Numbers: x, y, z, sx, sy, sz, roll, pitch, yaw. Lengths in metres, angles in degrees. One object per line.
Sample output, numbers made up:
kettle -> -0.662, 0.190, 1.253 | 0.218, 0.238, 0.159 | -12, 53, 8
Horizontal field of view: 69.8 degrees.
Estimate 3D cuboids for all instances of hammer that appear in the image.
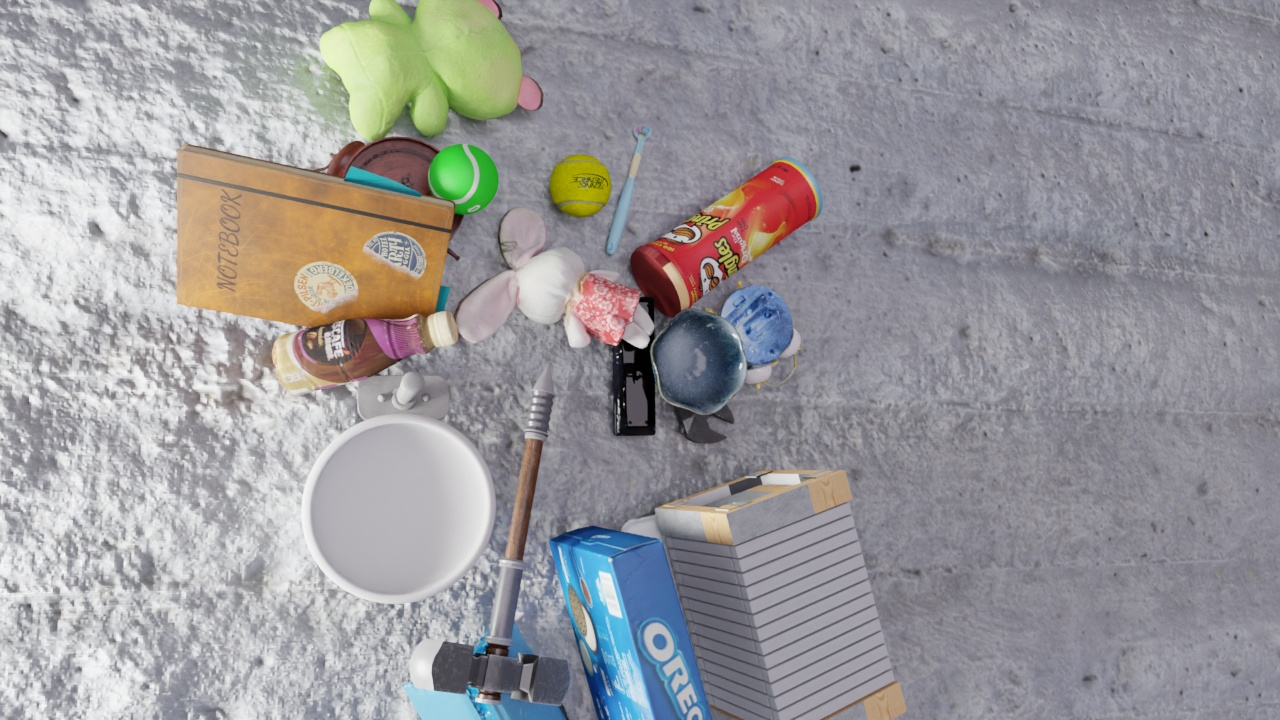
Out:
hammer -> -0.114, 0.155, 0.871 | 0.156, 0.043, 0.321 | 19, 69, -29

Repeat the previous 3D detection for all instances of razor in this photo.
razor -> -0.221, 0.029, 0.871 | 0.088, 0.116, 0.047 | 0, 79, -19

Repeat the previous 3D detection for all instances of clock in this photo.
clock -> 0.130, -0.025, 1.030 | 0.088, 0.052, 0.125 | -40, 98, -19
clock -> -0.251, -0.154, 0.901 | 0.157, 0.072, 0.120 | 4, 83, -19

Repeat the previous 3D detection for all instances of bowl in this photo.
bowl -> 0.054, 0.002, 0.978 | 0.110, 0.055, 0.110 | 1, 87, -21
bowl -> -0.232, 0.140, 0.883 | 0.176, 0.066, 0.176 | 2, 84, -19

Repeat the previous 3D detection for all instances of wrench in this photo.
wrench -> 0.002, -0.011, 1.005 | 0.273, 0.018, 0.073 | 45, 74, -9

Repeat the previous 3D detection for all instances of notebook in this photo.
notebook -> -0.290, -0.103, 0.843 | 0.249, 0.014, 0.179 | 10, 125, -14

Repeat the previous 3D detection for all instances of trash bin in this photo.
trash bin -> 0.138, 0.249, 0.930 | 0.142, 0.143, 0.247 | -15, 91, -27

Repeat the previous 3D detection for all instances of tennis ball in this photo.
tennis ball -> -0.166, -0.169, 0.859 | 0.065, 0.065, 0.065 | 2, 84, -19
tennis ball -> -0.063, -0.185, 0.972 | 0.065, 0.065, 0.065 | 2, 84, -19

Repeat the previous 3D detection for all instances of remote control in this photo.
remote control -> -0.006, 0.006, 0.981 | 0.047, 0.022, 0.150 | 0, 87, -13

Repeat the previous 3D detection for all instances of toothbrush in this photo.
toothbrush -> -0.014, -0.189, 1.015 | 0.022, 0.016, 0.155 | 11, 79, 15

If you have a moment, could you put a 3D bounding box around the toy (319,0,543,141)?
toy -> -0.208, -0.301, 0.917 | 0.196, 0.107, 0.150 | -24, 91, -11

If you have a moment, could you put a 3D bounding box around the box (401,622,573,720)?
box -> -0.131, 0.388, 0.912 | 0.112, 0.094, 0.231 | -26, 97, 23

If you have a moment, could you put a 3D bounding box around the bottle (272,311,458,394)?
bottle -> -0.257, -0.013, 0.868 | 0.166, 0.059, 0.059 | -13, 89, 0

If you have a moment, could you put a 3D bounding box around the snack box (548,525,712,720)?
snack box -> -0.008, 0.284, 0.879 | 0.056, 0.196, 0.239 | -16, 90, -22

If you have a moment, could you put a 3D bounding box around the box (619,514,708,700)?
box -> 0.077, 0.259, 0.997 | 0.191, 0.045, 0.209 | -7, 87, -19

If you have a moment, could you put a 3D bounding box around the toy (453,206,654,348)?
toy -> -0.076, -0.068, 0.938 | 0.194, 0.084, 0.158 | 20, 70, -3

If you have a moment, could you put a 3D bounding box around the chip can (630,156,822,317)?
chip can -> 0.097, -0.138, 1.012 | 0.213, 0.087, 0.087 | -35, 97, -19
